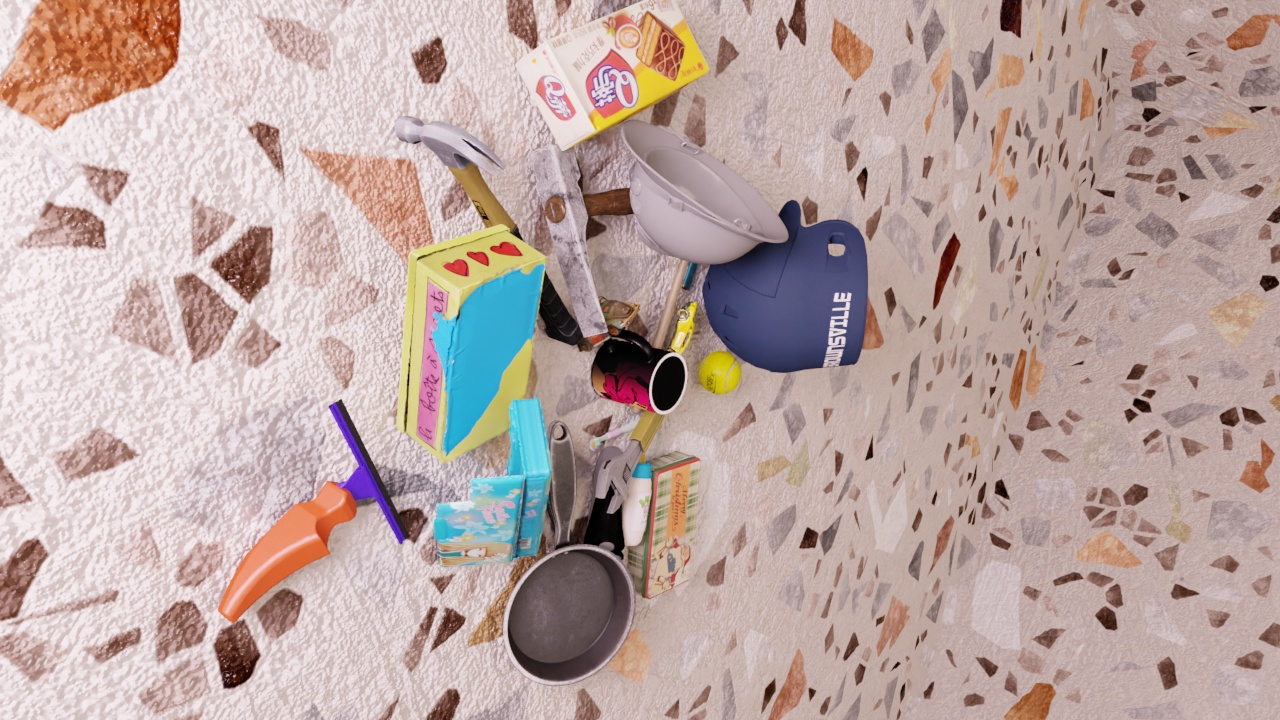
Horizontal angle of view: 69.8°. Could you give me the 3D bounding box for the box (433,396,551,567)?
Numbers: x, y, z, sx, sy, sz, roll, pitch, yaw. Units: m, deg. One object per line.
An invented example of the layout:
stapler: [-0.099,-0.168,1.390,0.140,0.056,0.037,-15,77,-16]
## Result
box: [-0.167,0.140,0.995,0.121,0.097,0.227,-6,149,-14]

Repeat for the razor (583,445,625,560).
razor: [-0.045,0.195,1.245,0.060,0.057,0.156,131,-36,-76]

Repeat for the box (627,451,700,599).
box: [0.035,0.245,1.371,0.117,0.049,0.205,-11,109,-52]

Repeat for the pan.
pan: [-0.097,0.244,1.164,0.187,0.055,0.357,-11,103,-28]

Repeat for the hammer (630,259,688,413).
hammer: [0.046,-0.083,1.265,0.119,0.031,0.331,-20,127,-82]

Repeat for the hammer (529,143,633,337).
hammer: [-0.007,-0.163,1.149,0.299,0.037,0.217,-21,98,-54]

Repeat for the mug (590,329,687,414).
mug: [-0.007,0.007,1.193,0.081,0.098,0.118,-50,136,-31]

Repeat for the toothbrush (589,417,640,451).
toothbrush: [-0.016,0.095,1.279,0.154,0.015,0.022,-20,137,-48]

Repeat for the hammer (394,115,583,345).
hammer: [-0.137,-0.123,0.985,0.025,0.118,0.333,-56,144,-21]

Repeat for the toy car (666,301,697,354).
toy car: [0.057,-0.035,1.299,0.049,0.030,0.107,-53,163,-78]

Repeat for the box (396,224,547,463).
box: [-0.173,-0.017,0.929,0.124,0.081,0.221,-30,143,-42]

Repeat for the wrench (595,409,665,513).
wrench: [0.001,0.101,1.248,0.272,0.018,0.084,-60,146,-45]

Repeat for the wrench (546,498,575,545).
wrench: [-0.106,0.209,1.199,0.072,0.018,0.273,-42,133,-36]

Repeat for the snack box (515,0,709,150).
snack box: [-0.026,-0.337,1.059,0.229,0.062,0.110,-40,107,-39]

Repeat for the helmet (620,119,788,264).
helmet: [0.052,-0.177,1.112,0.270,0.183,0.118,15,127,-42]

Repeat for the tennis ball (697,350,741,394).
tennis ball: [0.120,0.019,1.393,0.065,0.065,0.065,-21,117,-48]

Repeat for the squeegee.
squeegee: [-0.322,0.168,0.868,0.184,0.055,0.250,-50,154,-31]

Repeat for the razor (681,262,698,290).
razor: [0.088,-0.170,1.329,0.042,0.022,0.144,21,88,-16]

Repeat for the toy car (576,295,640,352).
toy car: [-0.048,-0.050,1.134,0.047,0.112,0.047,47,50,-12]

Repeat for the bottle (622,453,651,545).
bottle: [-0.010,0.184,1.286,0.051,0.051,0.146,4,97,-53]

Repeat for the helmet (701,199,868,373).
helmet: [0.203,-0.109,1.347,0.271,0.223,0.233,-83,173,-46]
